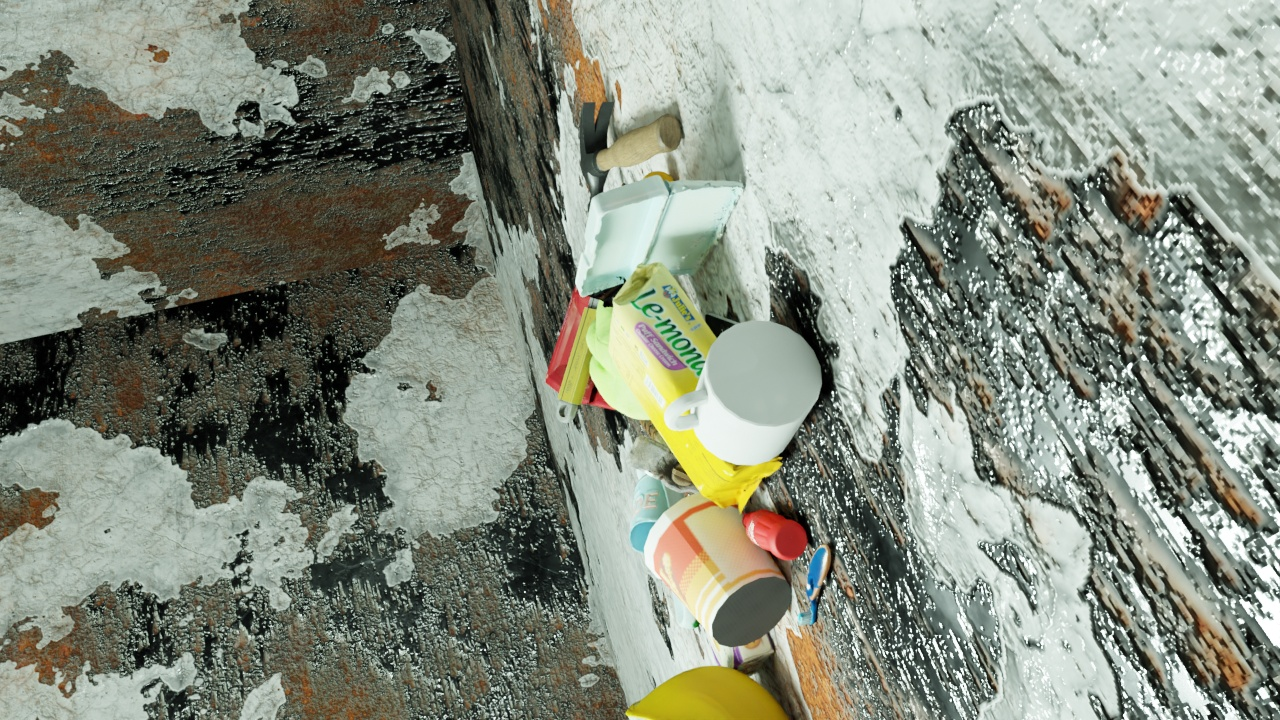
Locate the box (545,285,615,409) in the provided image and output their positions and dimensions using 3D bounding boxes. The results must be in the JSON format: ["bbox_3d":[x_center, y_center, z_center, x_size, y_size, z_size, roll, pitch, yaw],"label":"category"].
[{"bbox_3d":[-0.060,-0.020,1.289,0.129,0.092,0.158,-144,72,-71],"label":"box"}]

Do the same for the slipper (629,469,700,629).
[{"bbox_3d":[0.025,0.220,1.150,0.104,0.074,0.245,95,164,-49],"label":"slipper"}]

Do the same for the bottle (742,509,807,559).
[{"bbox_3d":[0.125,0.165,0.890,0.119,0.036,0.036,178,79,-78],"label":"bottle"}]

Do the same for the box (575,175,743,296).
[{"bbox_3d":[0.010,-0.115,0.858,0.197,0.134,0.040,116,137,-72],"label":"box"}]

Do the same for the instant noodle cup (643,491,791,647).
[{"bbox_3d":[0.086,0.222,0.963,0.121,0.123,0.124,-131,28,-50],"label":"instant noodle cup"}]

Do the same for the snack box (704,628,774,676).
[{"bbox_3d":[0.107,0.309,1.125,0.148,0.040,0.143,97,156,-60],"label":"snack box"}]

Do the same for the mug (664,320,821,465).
[{"bbox_3d":[0.078,0.032,0.747,0.090,0.121,0.091,101,152,-64],"label":"mug"}]

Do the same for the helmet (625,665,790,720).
[{"bbox_3d":[0.105,0.445,1.053,0.209,0.139,0.240,39,159,33],"label":"helmet"}]

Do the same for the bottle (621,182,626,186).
[{"bbox_3d":[-0.004,-0.179,1.116,0.025,0.025,0.106,92,160,-53],"label":"bottle"}]

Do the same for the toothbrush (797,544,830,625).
[{"bbox_3d":[0.158,0.207,0.835,0.135,0.017,0.021,88,161,-47],"label":"toothbrush"}]

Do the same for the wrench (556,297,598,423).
[{"bbox_3d":[-0.060,-0.048,1.197,0.084,0.018,0.273,19,94,42],"label":"wrench"}]

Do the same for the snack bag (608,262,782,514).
[{"bbox_3d":[0.046,0.031,0.905,0.247,0.068,0.160,56,162,14],"label":"snack bag"}]

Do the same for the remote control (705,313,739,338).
[{"bbox_3d":[0.092,-0.017,0.899,0.147,0.008,0.045,-147,44,-73],"label":"remote control"}]

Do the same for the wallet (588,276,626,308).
[{"bbox_3d":[-0.001,-0.097,1.004,0.026,0.115,0.089,51,174,-11],"label":"wallet"}]

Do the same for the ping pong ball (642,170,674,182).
[{"bbox_3d":[0.018,-0.181,0.973,0.040,0.040,0.040,165,91,-78],"label":"ping pong ball"}]

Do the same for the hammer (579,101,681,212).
[{"bbox_3d":[-0.017,-0.245,1.048,0.306,0.040,0.132,-162,68,-72],"label":"hammer"}]

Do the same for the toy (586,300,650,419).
[{"bbox_3d":[-0.007,0.006,1.104,0.150,0.107,0.197,23,140,21],"label":"toy"}]

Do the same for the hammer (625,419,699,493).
[{"bbox_3d":[0.031,0.102,1.140,0.049,0.121,0.318,-65,8,5],"label":"hammer"}]
